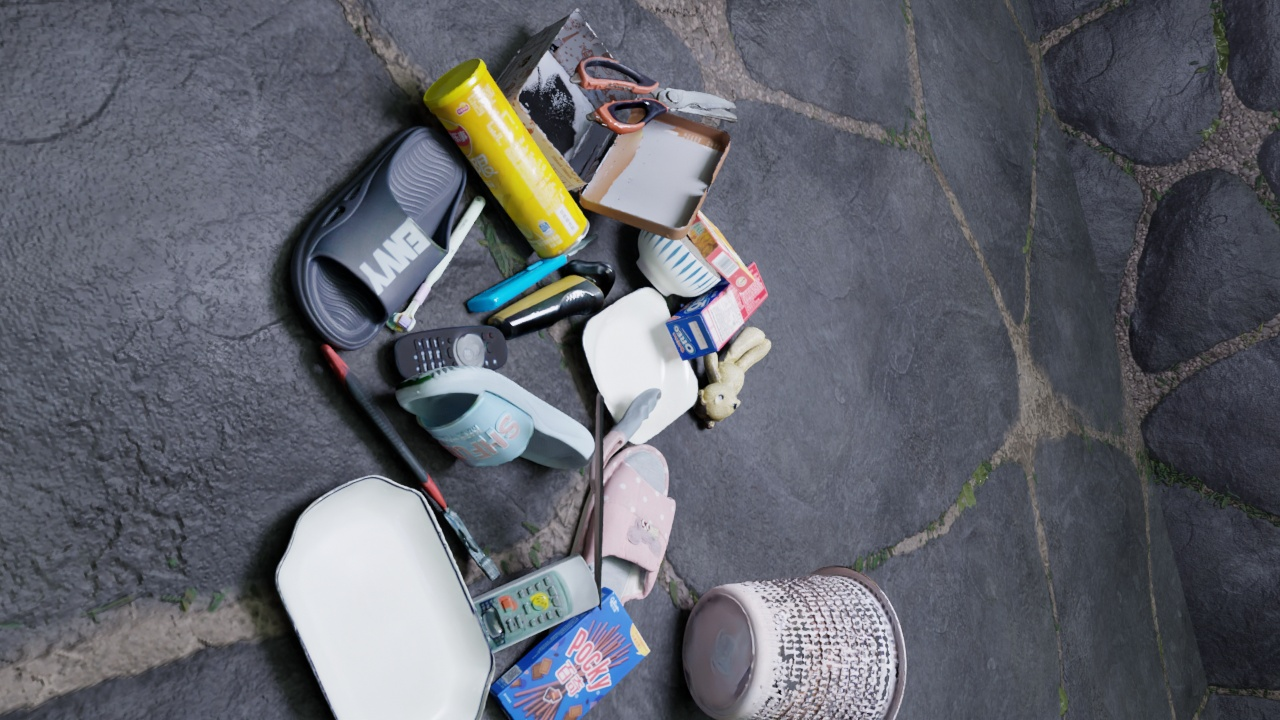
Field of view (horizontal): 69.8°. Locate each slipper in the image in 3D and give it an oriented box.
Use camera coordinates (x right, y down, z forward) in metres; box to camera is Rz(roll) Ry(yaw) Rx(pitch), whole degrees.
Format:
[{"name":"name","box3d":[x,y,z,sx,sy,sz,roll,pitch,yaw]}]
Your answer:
[{"name":"slipper","box3d":[-0.229,-0.132,0.862,0.110,0.084,0.267,46,49,-31]},{"name":"slipper","box3d":[-0.023,0.214,1.021,0.114,0.055,0.273,44,54,-32]},{"name":"slipper","box3d":[-0.139,0.073,0.898,0.245,0.104,0.074,32,55,-46]}]

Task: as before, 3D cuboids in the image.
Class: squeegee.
[{"name":"squeegee","box3d":[-0.022,0.089,0.980,0.248,0.040,0.248,-59,154,-60]}]

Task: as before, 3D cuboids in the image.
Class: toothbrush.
[{"name":"toothbrush","box3d":[-0.201,-0.102,0.931,0.020,0.029,0.189,94,17,-54]}]

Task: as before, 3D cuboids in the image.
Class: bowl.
[{"name":"bowl","box3d":[0.038,-0.122,1.139,0.116,0.066,0.116,45,12,-12]}]

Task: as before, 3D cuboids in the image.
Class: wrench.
[{"name":"wrench","box3d":[-0.214,0.097,0.855,0.016,0.056,0.273,-38,106,-19]}]

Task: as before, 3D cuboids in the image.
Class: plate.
[{"name":"plate","box3d":[-0.007,0.006,1.101,0.163,0.034,0.164,-33,105,-46]},{"name":"plate","box3d":[-0.227,0.235,0.815,0.161,0.034,0.266,-32,104,-46]}]

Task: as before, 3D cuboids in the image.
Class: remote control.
[{"name":"remote control","box3d":[-0.109,0.240,0.899,0.135,0.019,0.056,-21,96,-13]},{"name":"remote control","box3d":[-0.191,-0.006,0.916,0.136,0.024,0.053,-9,86,-48]}]

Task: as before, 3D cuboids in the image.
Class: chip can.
[{"name":"chip can","box3d":[-0.135,-0.207,0.963,0.213,0.072,0.071,54,47,-34]}]

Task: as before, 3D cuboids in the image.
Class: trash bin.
[{"name":"trash bin","box3d":[0.167,0.352,1.095,0.192,0.228,0.227,14,70,-31]}]

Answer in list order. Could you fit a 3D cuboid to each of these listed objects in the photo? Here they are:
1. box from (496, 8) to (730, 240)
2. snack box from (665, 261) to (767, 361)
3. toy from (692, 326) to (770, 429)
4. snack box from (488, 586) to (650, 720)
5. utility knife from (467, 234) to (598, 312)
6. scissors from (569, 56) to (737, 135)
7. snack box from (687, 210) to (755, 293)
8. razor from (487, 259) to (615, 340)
[{"name":"box","box3d":[-0.041,-0.257,1.056,0.273,0.125,0.178,32,56,-11]},{"name":"snack box","box3d":[0.102,-0.068,1.191,0.206,0.057,0.058,-43,113,-56]},{"name":"toy","box3d":[0.123,0.020,1.212,0.156,0.066,0.105,-52,135,-31]},{"name":"snack box","box3d":[-0.069,0.315,0.937,0.156,0.026,0.084,-38,109,-25]},{"name":"utility knife","box3d":[-0.110,-0.103,1.021,0.215,0.034,0.018,-39,119,-46]},{"name":"scissors","box3d":[0.024,-0.285,1.035,0.205,0.015,0.196,36,54,-14]},{"name":"snack box","box3d":[0.091,-0.152,1.181,0.077,0.027,0.155,38,16,-34]},{"name":"razor","box3d":[-0.099,-0.066,1.014,0.167,0.062,0.067,-30,72,-40]}]
